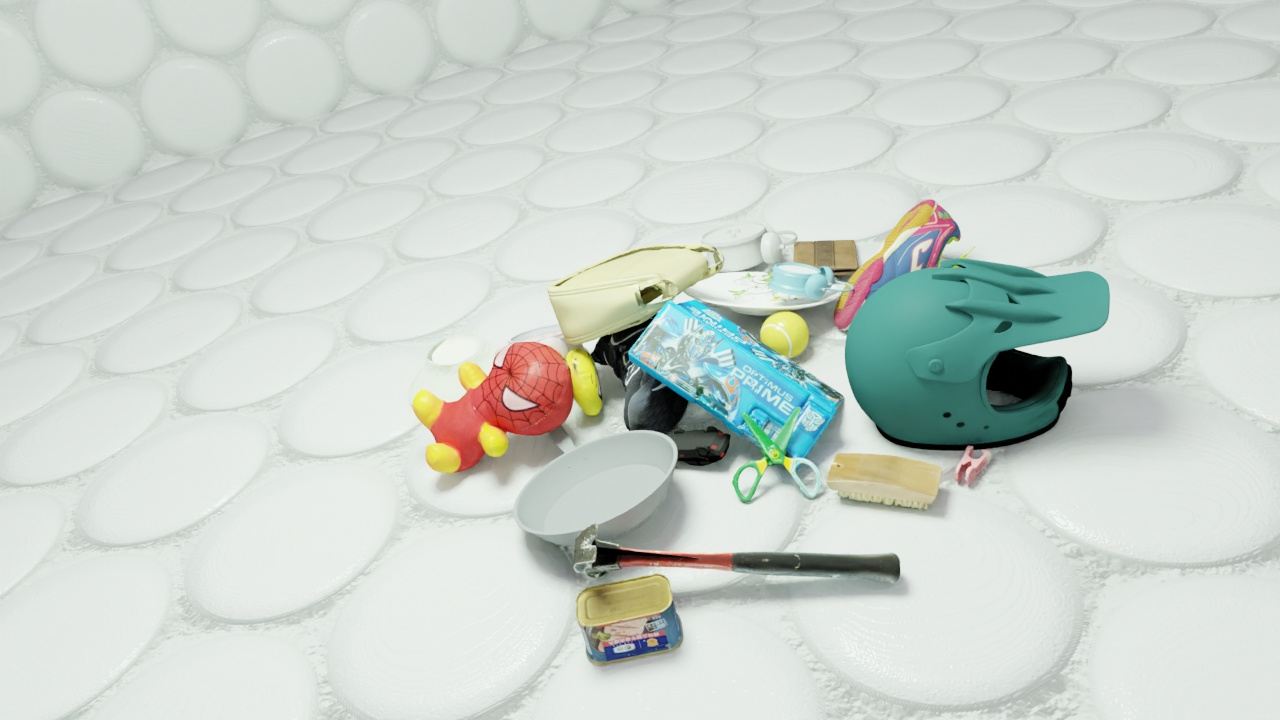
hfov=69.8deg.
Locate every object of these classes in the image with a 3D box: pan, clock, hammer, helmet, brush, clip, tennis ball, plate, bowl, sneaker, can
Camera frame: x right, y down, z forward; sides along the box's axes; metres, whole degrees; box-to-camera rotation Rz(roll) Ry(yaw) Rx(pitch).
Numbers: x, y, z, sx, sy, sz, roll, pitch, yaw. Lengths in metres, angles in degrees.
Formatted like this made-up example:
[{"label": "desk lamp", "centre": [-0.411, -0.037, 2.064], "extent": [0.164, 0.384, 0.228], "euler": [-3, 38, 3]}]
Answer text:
[{"label": "pan", "centre": [-0.076, 0.125, 1.122], "extent": [0.200, 0.051, 0.357], "euler": [-27, 21, -12]}, {"label": "clock", "centre": [0.173, -0.190, 1.478], "extent": [0.159, 0.061, 0.119], "euler": [-13, 22, 3]}, {"label": "hammer", "centre": [0.092, 0.200, 0.918], "extent": [0.326, 0.140, 0.036], "euler": [1, 67, 7]}, {"label": "helmet", "centre": [0.372, -0.017, 1.041], "extent": [0.275, 0.200, 0.176], "euler": [-2, 35, 16]}, {"label": "brush", "centre": [0.267, 0.133, 1.004], "extent": [0.117, 0.039, 0.049], "euler": [3, 36, 25]}, {"label": "clip", "centre": [0.370, 0.116, 1.012], "extent": [0.044, 0.023, 0.060], "euler": [-1, 30, 20]}, {"label": "tennis ball", "centre": [0.196, -0.034, 1.249], "extent": [0.065, 0.065, 0.065], "euler": [-9, 34, 6]}, {"label": "plate", "centre": [0.175, -0.092, 1.347], "extent": [0.229, 0.030, 0.229], "euler": [0, 17, 0]}, {"label": "bowl", "centre": [-0.265, 0.007, 1.354], "extent": [0.177, 0.058, 0.176], "euler": [-9, 34, 6]}, {"label": "sneaker", "centre": [0.371, -0.120, 1.298], "extent": [0.241, 0.091, 0.116], "euler": [-49, 10, -13]}, {"label": "sneaker", "centre": [-0.007, 0.007, 1.241], "extent": [0.151, 0.097, 0.251], "euler": [-3, 33, 24]}, {"label": "clock", "centre": [0.238, -0.109, 1.292], "extent": [0.123, 0.042, 0.087], "euler": [12, 21, 19]}, {"label": "clock", "centre": [-0.140, -0.009, 1.293], "extent": [0.117, 0.059, 0.157], "euler": [-7, 13, 22]}, {"label": "can", "centre": [-0.012, 0.254, 0.903], "extent": [0.100, 0.059, 0.053], "euler": [-13, 34, 2]}]

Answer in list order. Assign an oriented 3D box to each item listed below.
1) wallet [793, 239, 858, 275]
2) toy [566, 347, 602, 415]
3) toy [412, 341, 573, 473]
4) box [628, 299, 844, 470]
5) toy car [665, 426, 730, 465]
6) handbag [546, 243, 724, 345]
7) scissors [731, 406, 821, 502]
[{"label": "wallet", "centre": [0.288, -0.160, 1.431], "extent": [0.099, 0.027, 0.120], "euler": [-2, 27, 10]}, {"label": "toy", "centre": [-0.075, 0.028, 1.227], "extent": [0.041, 0.094, 0.095], "euler": [-15, 57, 4]}, {"label": "toy", "centre": [-0.182, 0.057, 1.177], "extent": [0.216, 0.099, 0.147], "euler": [-27, 65, 9]}, {"label": "box", "centre": [0.128, 0.007, 1.121], "extent": [0.243, 0.070, 0.170], "euler": [34, 48, 13]}, {"label": "toy car", "centre": [0.065, 0.107, 1.115], "extent": [0.092, 0.036, 0.042], "euler": [-6, 31, 29]}, {"label": "handbag", "centre": [-0.004, -0.095, 1.248], "extent": [0.191, 0.088, 0.232], "euler": [-5, 18, 29]}, {"label": "scissors", "centre": [0.158, 0.111, 1.045], "extent": [0.130, 0.011, 0.125], "euler": [29, 87, 14]}]
